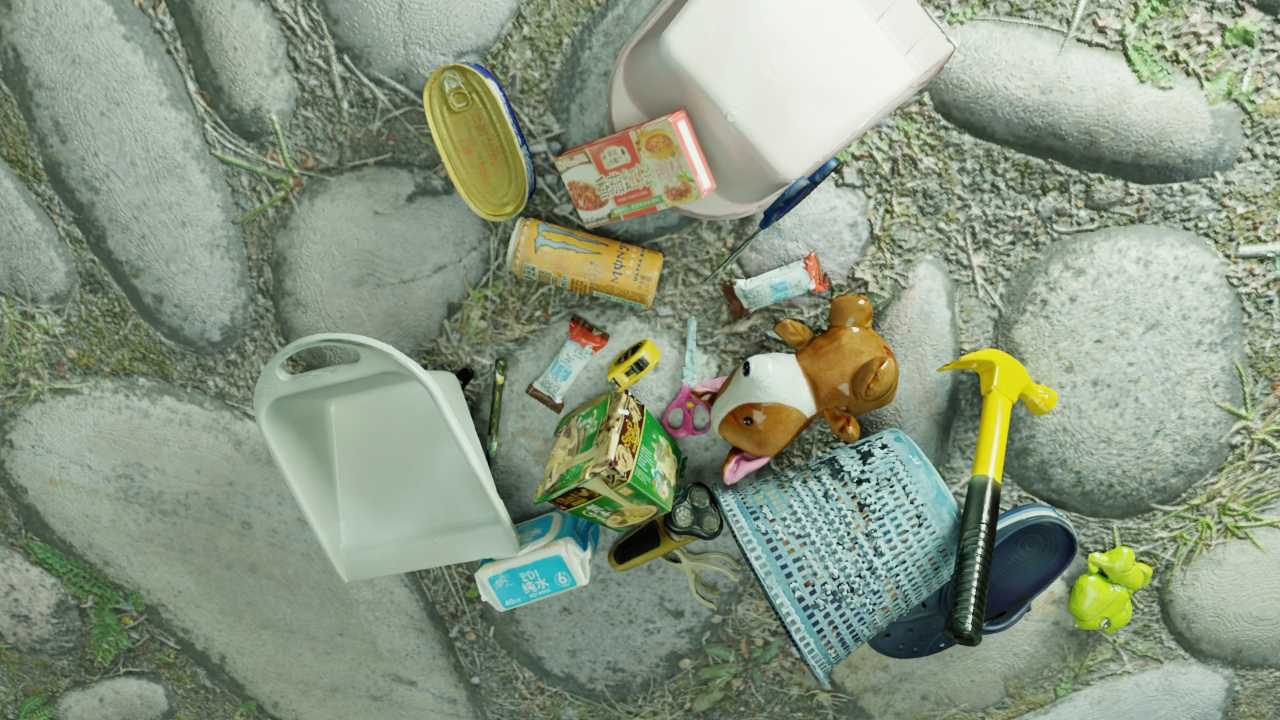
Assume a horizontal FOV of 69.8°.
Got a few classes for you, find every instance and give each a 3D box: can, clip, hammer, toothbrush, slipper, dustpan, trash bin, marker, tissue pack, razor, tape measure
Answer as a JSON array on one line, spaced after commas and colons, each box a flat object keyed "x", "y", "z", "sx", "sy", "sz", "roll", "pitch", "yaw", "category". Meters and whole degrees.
[{"x": -0.053, "y": -0.095, "z": 0.894, "sx": 0.146, "sy": 0.058, "sz": 0.058, "roll": 15, "pitch": 113, "yaw": -1, "category": "can"}, {"x": 0.071, "y": 0.226, "z": 1.027, "sx": 0.094, "sy": 0.035, "sz": 0.102, "roll": -32, "pitch": 98, "yaw": 21, "category": "clip"}, {"x": 0.312, "y": 0.113, "z": 0.833, "sx": 0.128, "sy": 0.299, "sz": 0.033, "roll": 31, "pitch": 146, "yaw": -13, "category": "hammer"}, {"x": -0.164, "y": 0.084, "z": 1.000, "sx": 0.012, "sy": 0.017, "sz": 0.186, "roll": 27, "pitch": 118, "yaw": 35, "category": "toothbrush"}, {"x": 0.354, "y": 0.252, "z": 0.976, "sx": 0.253, "sy": 0.095, "sz": 0.105, "roll": -38, "pitch": 101, "yaw": 15, "category": "slipper"}, {"x": 0.103, "y": -0.265, "z": 0.836, "sx": 0.273, "sy": 0.139, "sz": 0.222, "roll": -44, "pitch": 102, "yaw": -9, "category": "dustpan"}, {"x": -0.148, "y": -0.206, "z": 0.863, "sx": 0.075, "sy": 0.049, "sz": 0.148, "roll": -18, "pitch": 109, "yaw": 12, "category": "can"}, {"x": 0.209, "y": 0.177, "z": 0.910, "sx": 0.195, "sy": 0.226, "sz": 0.226, "roll": -29, "pitch": 107, "yaw": 3, "category": "trash bin"}, {"x": -0.219, "y": 0.054, "z": 0.995, "sx": 0.018, "sy": 0.015, "sz": 0.124, "roll": 38, "pitch": 109, "yaw": -8, "category": "marker"}, {"x": -0.111, "y": 0.213, "z": 1.008, "sx": 0.140, "sy": 0.089, "sz": 0.063, "roll": -21, "pitch": 109, "yaw": 14, "category": "tissue pack"}, {"x": 0.019, "y": 0.186, "z": 0.981, "sx": 0.168, "sy": 0.067, "sz": 0.062, "roll": -39, "pitch": 65, "yaw": 42, "category": "razor"}, {"x": -0.006, "y": 0.005, "z": 0.930, "sx": 0.057, "sy": 0.060, "sz": 0.029, "roll": -37, "pitch": 103, "yaw": 12, "category": "tape measure"}, {"x": -0.273, "y": 0.101, "z": 0.929, "sx": 0.223, "sy": 0.142, "sz": 0.257, "roll": -13, "pitch": 88, "yaw": 15, "category": "dustpan"}]

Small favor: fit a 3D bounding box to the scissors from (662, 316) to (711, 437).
[{"x": 0.051, "y": 0.018, "z": 0.954, "sx": 0.054, "sy": 0.017, "sz": 0.133, "roll": 0, "pitch": 108, "yaw": -2, "category": "scissors"}]

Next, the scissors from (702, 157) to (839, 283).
[{"x": 0.113, "y": -0.123, "z": 0.831, "sx": 0.166, "sy": 0.155, "sz": 0.012, "roll": -41, "pitch": 86, "yaw": 10, "category": "scissors"}]

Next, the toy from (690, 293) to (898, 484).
[{"x": 0.148, "y": 0.027, "z": 0.889, "sx": 0.200, "sy": 0.140, "sz": 0.130, "roll": -27, "pitch": 138, "yaw": 19, "category": "toy"}]

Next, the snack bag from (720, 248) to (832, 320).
[{"x": 0.133, "y": -0.073, "z": 0.900, "sx": 0.105, "sy": 0.026, "sz": 0.045, "roll": -19, "pitch": 118, "yaw": 14, "category": "snack bag"}]

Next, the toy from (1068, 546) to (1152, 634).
[{"x": 0.503, "y": 0.249, "z": 0.992, "sx": 0.096, "sy": 0.031, "sz": 0.100, "roll": 42, "pitch": 106, "yaw": -12, "category": "toy"}]

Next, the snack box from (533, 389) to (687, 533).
[{"x": -0.026, "y": 0.112, "z": 0.943, "sx": 0.105, "sy": 0.118, "sz": 0.118, "roll": 40, "pitch": 132, "yaw": -24, "category": "snack box"}]

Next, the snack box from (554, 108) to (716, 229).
[{"x": -0.008, "y": -0.171, "z": 0.834, "sx": 0.153, "sy": 0.025, "sz": 0.075, "roll": -6, "pitch": 117, "yaw": 44, "category": "snack box"}]

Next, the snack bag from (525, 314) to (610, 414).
[{"x": -0.077, "y": 0.005, "z": 0.954, "sx": 0.048, "sy": 0.026, "sz": 0.104, "roll": 32, "pitch": 112, "yaw": -1, "category": "snack bag"}]
